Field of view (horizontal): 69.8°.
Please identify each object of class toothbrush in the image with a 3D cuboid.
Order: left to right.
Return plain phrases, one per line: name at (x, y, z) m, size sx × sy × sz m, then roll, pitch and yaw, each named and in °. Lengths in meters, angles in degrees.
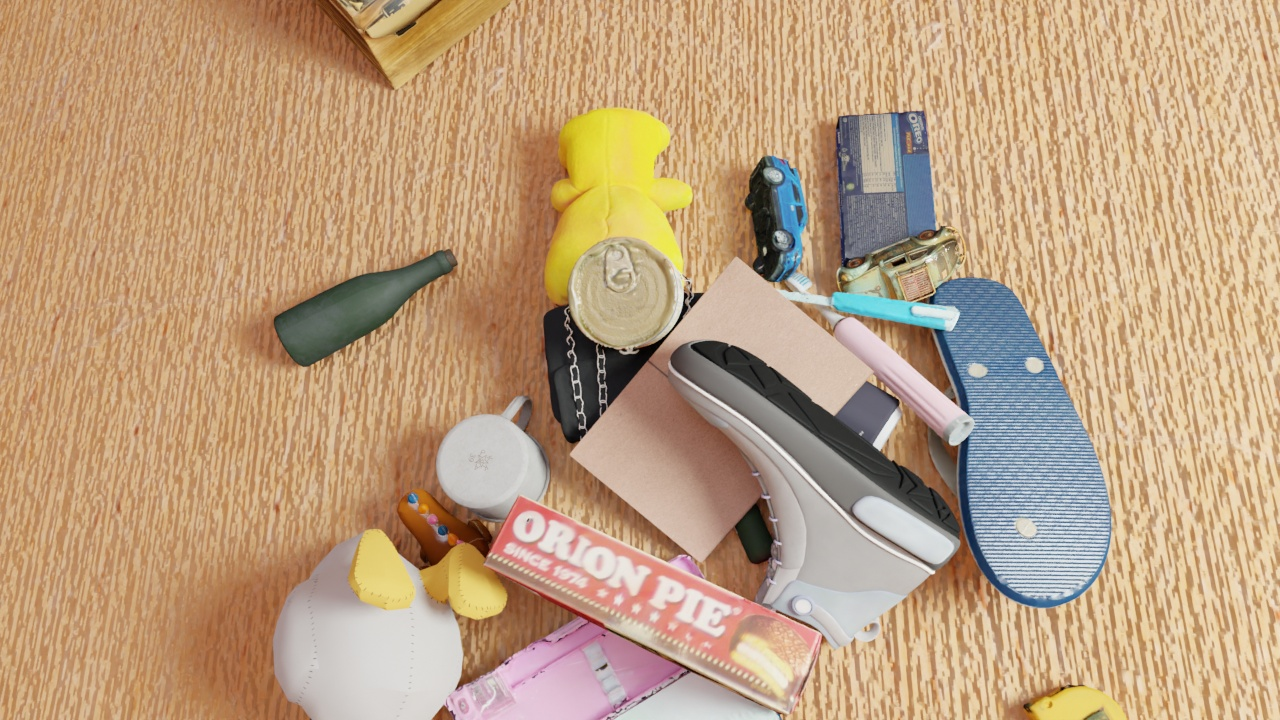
toothbrush at (0.190, -0.011, 0.767) m, size 0.026 × 0.027 × 0.222 m, roll -28°, pitch 49°, yaw -13°

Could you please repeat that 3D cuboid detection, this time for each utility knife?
utility knife at (0.184, -0.050, 0.780) m, size 0.169 × 0.015 × 0.022 m, roll 11°, pitch 64°, yaw 14°

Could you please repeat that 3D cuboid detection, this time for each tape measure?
tape measure at (0.329, 0.273, 0.678) m, size 0.059 × 0.030 × 0.068 m, roll -29°, pitch 70°, yaw 0°

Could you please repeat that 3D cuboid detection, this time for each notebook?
notebook at (0.063, 0.042, 0.735) m, size 0.141 × 0.008 × 0.209 m, roll 40°, pitch 100°, yaw -2°

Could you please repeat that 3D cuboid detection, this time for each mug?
mug at (-0.121, 0.079, 0.787) m, size 0.084 × 0.070 × 0.113 m, roll 14°, pitch 75°, yaw 12°

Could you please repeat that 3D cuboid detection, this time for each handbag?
handbag at (-0.005, 0.004, 0.773) m, size 0.154 × 0.115 × 0.125 m, roll -4°, pitch 71°, yaw 3°

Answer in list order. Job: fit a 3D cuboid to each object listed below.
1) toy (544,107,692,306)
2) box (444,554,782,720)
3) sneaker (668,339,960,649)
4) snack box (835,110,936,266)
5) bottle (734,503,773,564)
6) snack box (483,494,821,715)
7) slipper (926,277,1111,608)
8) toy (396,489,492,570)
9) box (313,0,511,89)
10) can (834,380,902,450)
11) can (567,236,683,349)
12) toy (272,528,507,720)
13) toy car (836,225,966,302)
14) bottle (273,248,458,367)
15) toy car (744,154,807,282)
toy at (-0.020, -0.143, 0.840) m, size 0.134 × 0.087 × 0.193 m, roll -1°, pitch 70°, yaw 4°
box at (-0.020, 0.278, 0.722) m, size 0.230 × 0.035 × 0.159 m, roll -31°, pitch 69°, yaw -3°
sneaker at (0.101, 0.108, 0.699) m, size 0.256 × 0.093 × 0.161 m, roll 35°, pitch 109°, yaw -2°
snack box at (0.225, -0.157, 0.842) m, size 0.082 × 0.027 × 0.150 m, roll 0°, pitch 72°, yaw 6°
bottle at (0.082, 0.118, 0.768) m, size 0.025 × 0.025 × 0.106 m, roll -23°, pitch 70°, yaw -1°
snack box at (0.010, 0.181, 0.675) m, size 0.236 × 0.113 × 0.060 m, roll 23°, pitch 73°, yaw 14°
slipper at (0.296, 0.060, 0.744) m, size 0.118 × 0.060 × 0.294 m, roll -3°, pitch 57°, yaw 1°
toy at (-0.160, 0.141, 0.753) m, size 0.090 × 0.103 × 0.070 m, roll 49°, pitch 64°, yaw -3°
box at (-0.231, -0.465, 0.939) m, size 0.279 × 0.176 × 0.247 m, roll -40°, pitch 72°, yaw -8°
can at (0.150, 0.031, 0.768) m, size 0.127 × 0.064 × 0.064 m, roll 32°, pitch 78°, yaw 17°
can at (-0.011, -0.052, 0.717) m, size 0.086 × 0.043 × 0.086 m, roll 0°, pitch 91°, yaw 11°
toy at (-0.218, 0.243, 0.707) m, size 0.268 × 0.140 × 0.246 m, roll -56°, pitch 39°, yaw 22°
toy car at (0.227, -0.074, 0.788) m, size 0.112 × 0.047 × 0.047 m, roll -21°, pitch 31°, yaw 15°
bottle at (-0.252, -0.057, 0.860) m, size 0.174 × 0.055 × 0.055 m, roll -28°, pitch 70°, yaw -4°
toy car at (0.126, -0.129, 0.831) m, size 0.043 × 0.056 × 0.120 m, roll 5°, pitch 65°, yaw -15°
